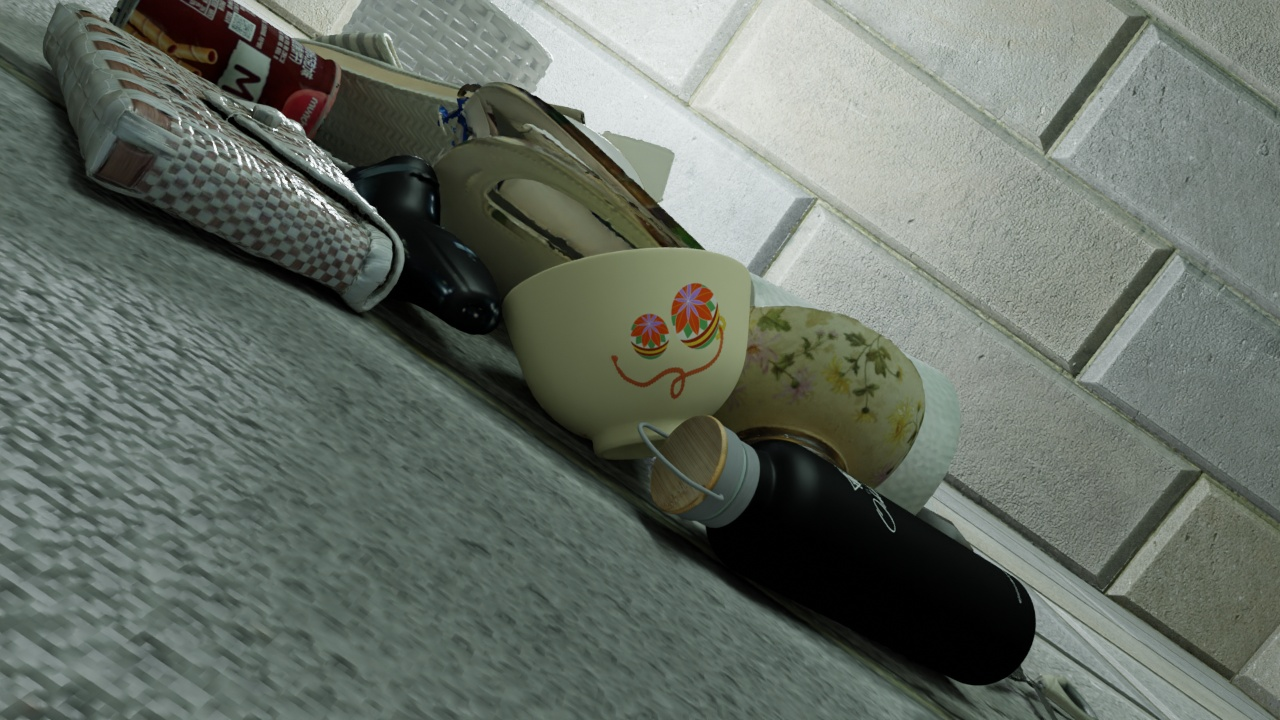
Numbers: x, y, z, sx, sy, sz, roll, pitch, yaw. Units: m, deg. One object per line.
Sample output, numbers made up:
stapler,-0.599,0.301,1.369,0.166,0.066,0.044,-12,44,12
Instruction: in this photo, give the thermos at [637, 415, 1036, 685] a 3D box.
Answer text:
thermos,0.088,0.084,0.414,0.231,0.061,0.061,31,8,-29

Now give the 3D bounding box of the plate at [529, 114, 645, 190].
plate,-0.101,-0.159,0.762,0.229,0.021,0.229,11,45,-12

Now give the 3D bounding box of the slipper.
slipper,-0.174,-0.178,0.662,0.273,0.054,0.114,21,-26,30

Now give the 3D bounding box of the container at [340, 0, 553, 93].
container,-0.215,-0.281,0.927,0.189,0.187,0.189,34,7,-5

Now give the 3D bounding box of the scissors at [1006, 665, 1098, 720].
scissors,0.242,0.191,0.575,0.171,0.013,0.157,36,14,-32

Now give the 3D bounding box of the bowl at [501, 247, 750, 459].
bowl,-0.002,0.005,0.425,0.118,0.118,0.074,22,57,-62

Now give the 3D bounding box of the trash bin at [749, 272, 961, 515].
trash bin,0.100,0.025,0.596,0.161,0.133,0.133,30,8,-23

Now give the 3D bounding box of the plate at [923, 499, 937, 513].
plate,0.208,0.109,0.772,0.208,0.015,0.208,45,22,-24

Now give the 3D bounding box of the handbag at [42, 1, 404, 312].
handbag,-0.185,-0.097,0.405,0.124,0.047,0.186,27,10,-45

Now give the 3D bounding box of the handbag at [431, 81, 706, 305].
handbag,-0.035,-0.081,0.528,0.200,0.092,0.200,35,-18,-15

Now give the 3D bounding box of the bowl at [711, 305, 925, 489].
bowl,0.077,0.045,0.488,0.145,0.146,0.063,33,45,-17

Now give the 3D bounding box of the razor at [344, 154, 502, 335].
razor,-0.103,-0.057,0.441,0.053,0.064,0.140,25,9,-44

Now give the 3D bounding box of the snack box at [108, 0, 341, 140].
snack box,-0.259,-0.188,0.572,0.121,0.072,0.072,28,10,-41

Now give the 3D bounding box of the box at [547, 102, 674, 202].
box,-0.068,-0.152,0.873,0.184,0.143,0.099,13,-24,9

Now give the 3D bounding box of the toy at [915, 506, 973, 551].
toy,0.183,0.129,0.582,0.100,0.062,0.076,45,29,-78
